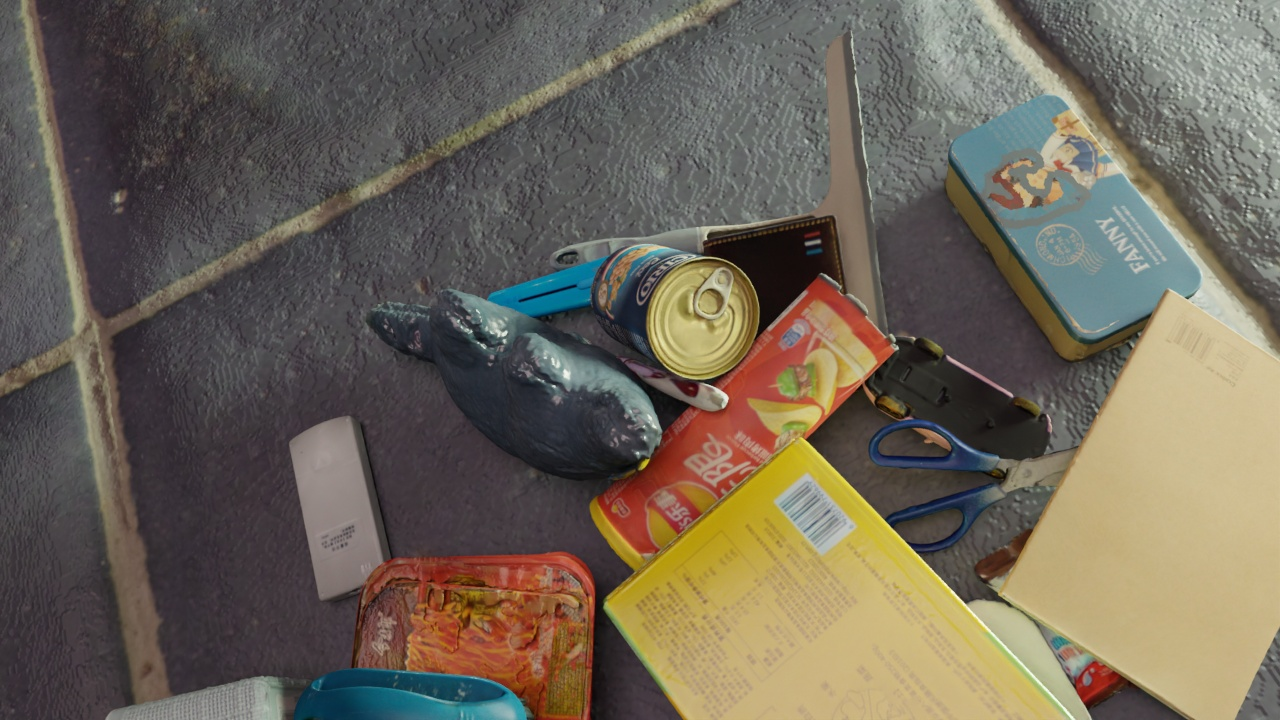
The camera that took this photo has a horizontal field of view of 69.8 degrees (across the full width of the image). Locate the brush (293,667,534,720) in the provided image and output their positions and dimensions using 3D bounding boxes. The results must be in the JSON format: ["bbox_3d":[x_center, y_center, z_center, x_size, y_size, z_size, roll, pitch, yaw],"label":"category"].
[{"bbox_3d":[-0.133,0.202,0.516,0.144,0.073,0.055,-2,61,17],"label":"brush"}]

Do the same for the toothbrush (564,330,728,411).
[{"bbox_3d":[-0.004,0.004,0.622,0.016,0.017,0.188,-54,36,-11],"label":"toothbrush"}]

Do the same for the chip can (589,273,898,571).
[{"bbox_3d":[0.064,0.043,0.591,0.217,0.073,0.073,-47,66,6],"label":"chip can"}]

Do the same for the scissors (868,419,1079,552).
[{"bbox_3d":[0.222,0.063,0.564,0.170,0.012,0.146,-44,86,16],"label":"scissors"}]

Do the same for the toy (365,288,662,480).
[{"bbox_3d":[-0.074,0.018,0.611,0.357,0.138,0.091,21,79,48],"label":"toy"}]

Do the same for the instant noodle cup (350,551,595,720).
[{"bbox_3d":[-0.103,0.219,0.586,0.165,0.079,0.188,-2,71,14],"label":"instant noodle cup"}]

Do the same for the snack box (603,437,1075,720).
[{"bbox_3d":[0.102,0.172,0.516,0.157,0.070,0.210,-40,62,-3],"label":"snack box"}]

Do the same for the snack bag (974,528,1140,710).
[{"bbox_3d":[0.247,0.155,0.544,0.045,0.026,0.105,-33,64,2],"label":"snack bag"}]

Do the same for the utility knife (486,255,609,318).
[{"bbox_3d":[-0.066,-0.050,0.695,0.167,0.018,0.034,-13,90,23],"label":"utility knife"}]

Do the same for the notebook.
[{"bbox_3d":[0.318,0.084,0.527,0.149,0.012,0.211,33,81,0],"label":"notebook"}]

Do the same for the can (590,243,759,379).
[{"bbox_3d":[0.019,-0.036,0.604,0.075,0.075,0.111,-48,24,-6],"label":"can"}]

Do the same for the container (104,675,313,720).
[{"bbox_3d":[-0.277,0.265,0.613,0.111,0.090,0.090,-17,67,4],"label":"container"}]

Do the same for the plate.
[{"bbox_3d":[0.180,0.237,0.527,0.164,0.034,0.163,-25,66,5],"label":"plate"}]

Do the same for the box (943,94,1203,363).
[{"bbox_3d":[0.281,-0.083,0.606,0.090,0.059,0.184,-29,64,4],"label":"box"}]

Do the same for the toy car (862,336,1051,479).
[{"bbox_3d":[0.204,0.031,0.597,0.122,0.037,0.056,33,87,10],"label":"toy car"}]

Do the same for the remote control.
[{"bbox_3d":[-0.226,0.109,0.691,0.056,0.019,0.135,-24,66,6],"label":"remote control"}]

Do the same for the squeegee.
[{"bbox_3d":[0.050,-0.090,0.682,0.247,0.039,0.246,-8,87,19],"label":"squeegee"}]

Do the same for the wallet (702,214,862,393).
[{"bbox_3d":[0.097,-0.032,0.634,0.096,0.020,0.122,-8,89,19],"label":"wallet"}]
